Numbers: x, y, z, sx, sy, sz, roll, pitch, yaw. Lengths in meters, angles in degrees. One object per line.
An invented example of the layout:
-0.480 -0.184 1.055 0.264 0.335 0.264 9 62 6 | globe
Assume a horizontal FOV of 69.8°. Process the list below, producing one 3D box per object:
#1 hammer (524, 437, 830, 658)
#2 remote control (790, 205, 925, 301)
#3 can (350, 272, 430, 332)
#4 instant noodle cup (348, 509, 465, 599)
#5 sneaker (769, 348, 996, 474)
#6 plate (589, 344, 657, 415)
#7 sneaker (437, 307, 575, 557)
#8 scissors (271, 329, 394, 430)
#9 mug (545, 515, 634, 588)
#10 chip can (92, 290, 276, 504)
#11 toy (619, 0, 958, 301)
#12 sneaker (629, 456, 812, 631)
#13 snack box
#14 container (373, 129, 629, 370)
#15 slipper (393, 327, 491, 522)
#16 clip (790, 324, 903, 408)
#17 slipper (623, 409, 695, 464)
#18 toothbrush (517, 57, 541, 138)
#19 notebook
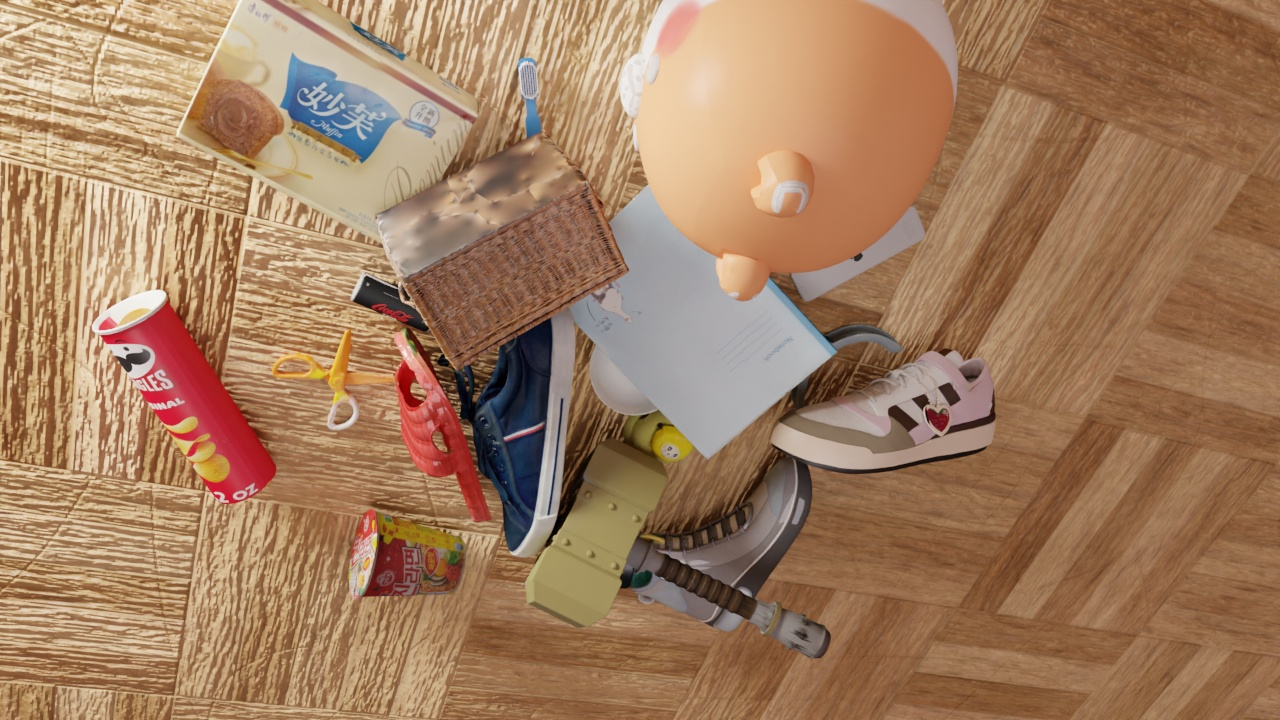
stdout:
0.058 0.242 1.002 0.325 0.101 0.190 27 70 -3 | hammer
0.231 -0.114 0.978 0.147 0.008 0.045 -29 122 7 | remote control
-0.243 -0.057 0.911 0.080 0.031 0.032 25 113 -23 | can
-0.263 0.227 1.047 0.112 0.100 0.100 15 117 -27 | instant noodle cup
0.279 0.047 1.011 0.293 0.112 0.116 -3 106 -23 | sneaker
-0.006 0.006 0.986 0.104 0.026 0.104 -2 100 -13 | plate
-0.146 0.078 0.958 0.127 0.120 0.295 -1 116 -16 | sneaker
-0.318 0.023 0.957 0.125 0.011 0.131 1 122 -10 | scissors
-0.059 0.239 1.072 0.094 0.121 0.085 4 137 -12 | mug
-0.445 0.042 0.911 0.069 0.069 0.221 -18 123 0 | chip can
0.114 -0.198 0.745 0.265 0.280 0.263 13 153 -3 | toy
0.090 0.207 1.108 0.160 0.093 0.257 19 115 -11 | sneaker
-0.268 -0.212 0.799 0.207 0.055 0.153 28 113 -24 | snack box
-0.125 -0.102 0.822 0.198 0.113 0.113 -30 139 -7 | container
-0.216 0.081 0.960 0.059 0.103 0.249 -23 126 -13 | slipper
0.230 -0.003 1.036 0.164 0.031 0.169 -30 123 6 | clip
0.070 0.059 1.012 0.191 0.081 0.091 -39 122 11 | slipper
-0.099 -0.198 0.863 0.016 0.014 0.167 -7 122 -7 | toothbrush
0.049 -0.043 0.934 0.181 0.009 0.253 -42 97 15 | notebook
